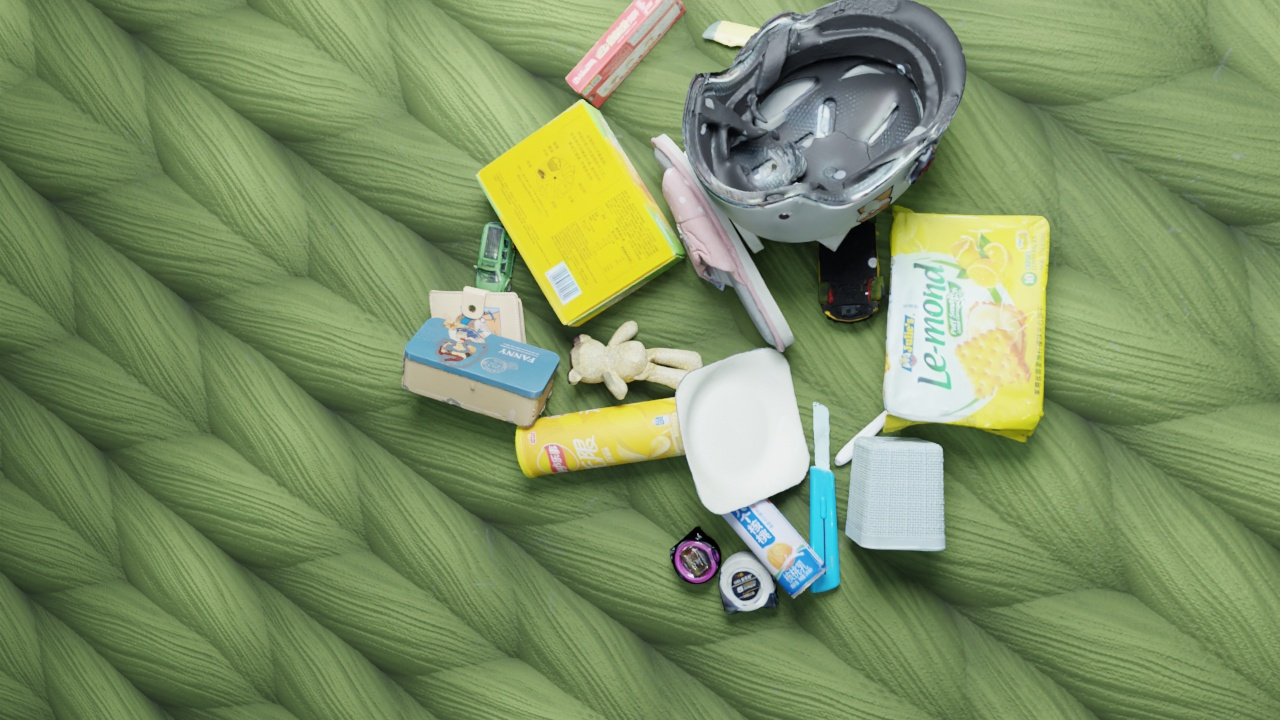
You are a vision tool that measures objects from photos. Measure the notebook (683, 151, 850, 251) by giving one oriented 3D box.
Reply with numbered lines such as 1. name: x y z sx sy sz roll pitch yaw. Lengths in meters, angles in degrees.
1. notebook: 0.169 -0.233 1.013 0.206 0.010 0.146 36 93 15

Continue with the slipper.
1. slipper: 0.080 -0.123 1.011 0.054 0.114 0.274 -32 93 3

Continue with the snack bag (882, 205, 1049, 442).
1. snack bag: 0.339 -0.042 0.966 0.158 0.068 0.246 3 86 10

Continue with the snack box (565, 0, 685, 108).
1. snack box: -0.016 -0.356 1.033 0.025 0.075 0.153 46 102 7

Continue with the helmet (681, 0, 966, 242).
1. helmet: 0.183 -0.221 0.921 0.274 0.157 0.230 -35 62 -6

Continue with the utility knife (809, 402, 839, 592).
1. utility knife: 0.207 0.156 1.046 0.034 0.018 0.218 -2 92 13

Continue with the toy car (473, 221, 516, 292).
1. toy car: -0.176 -0.122 1.105 0.043 0.036 0.091 10 99 10

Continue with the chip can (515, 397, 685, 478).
1. chip can: -0.035 0.089 1.068 0.213 0.072 0.072 -9 92 12

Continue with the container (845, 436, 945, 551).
1. container: 0.275 0.140 0.990 0.090 0.090 0.111 2 90 -1

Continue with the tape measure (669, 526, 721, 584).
1. tape measure: 0.065 0.231 1.070 0.057 0.039 0.058 -41 85 12

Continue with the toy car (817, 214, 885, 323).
1. toy car: 0.229 -0.119 1.010 0.071 0.041 0.155 -4 84 13

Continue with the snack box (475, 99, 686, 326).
1. snack box: -0.067 -0.167 1.059 0.158 0.070 0.210 -32 86 13

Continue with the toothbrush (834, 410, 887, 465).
1. toothbrush: 0.283 0.054 1.023 0.016 0.016 0.180 45 102 8

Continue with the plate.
1. plate: 0.108 0.076 1.019 0.163 0.034 0.164 -16 96 -31

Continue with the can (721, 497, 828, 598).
1. can: 0.147 0.199 1.035 0.053 0.053 0.134 -44 75 11

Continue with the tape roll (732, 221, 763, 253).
1. tape roll: 0.108 -0.157 1.012 0.014 0.085 0.086 -32 86 11

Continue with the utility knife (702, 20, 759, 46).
1. utility knife: 0.174 -0.345 1.019 0.216 0.022 0.031 18 81 17

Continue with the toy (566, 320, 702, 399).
1. toy: -0.006 0.006 1.066 0.157 0.066 0.105 6 62 8

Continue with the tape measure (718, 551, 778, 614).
1. tape measure: 0.123 0.256 1.063 0.066 0.033 0.066 -11 93 11

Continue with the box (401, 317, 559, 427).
1. box: -0.181 0.015 1.075 0.184 0.089 0.062 14 125 4

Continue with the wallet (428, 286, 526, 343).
1. wallet: -0.197 -0.048 1.110 0.115 0.024 0.087 4 119 14
